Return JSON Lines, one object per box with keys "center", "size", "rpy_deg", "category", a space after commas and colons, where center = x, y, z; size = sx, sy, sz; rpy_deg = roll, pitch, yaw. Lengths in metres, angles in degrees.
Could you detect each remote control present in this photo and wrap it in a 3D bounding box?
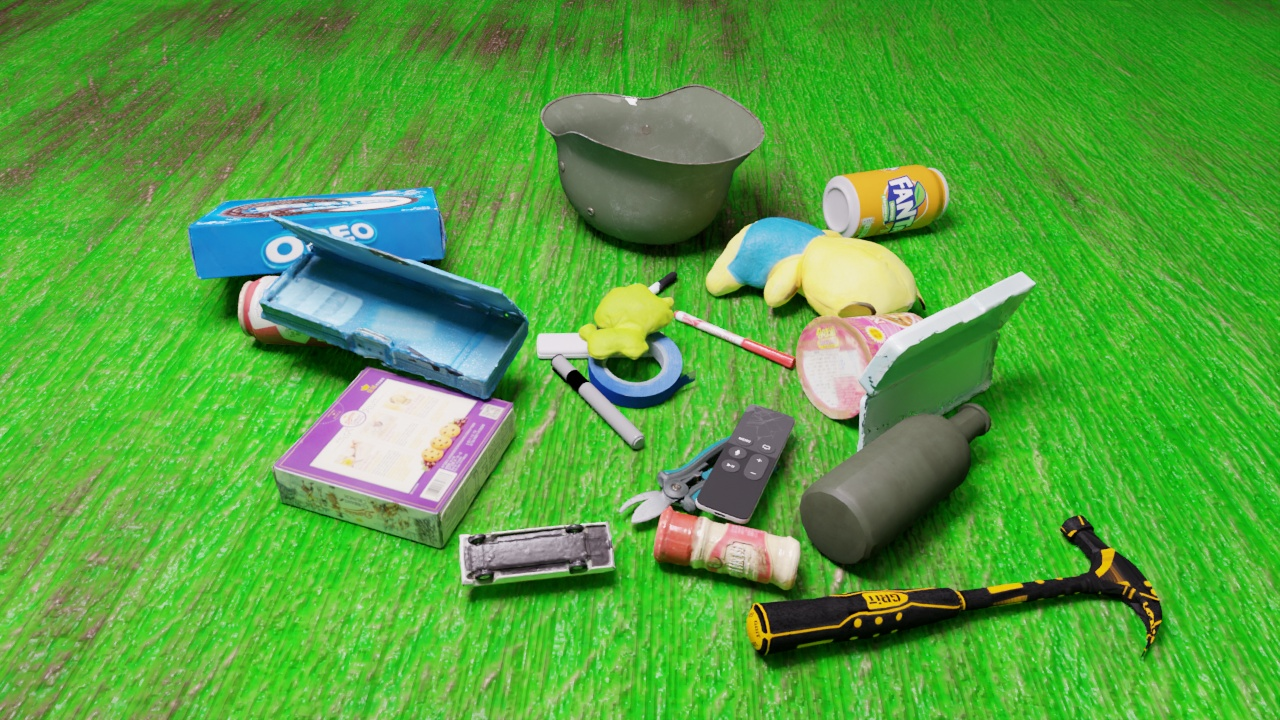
{"center": [0.091, 0.084, 0.774], "size": [0.045, 0.008, 0.146], "rpy_deg": [18, 37, 16], "category": "remote control"}
{"center": [-0.038, -0.016, 0.924], "size": [0.131, 0.012, 0.033], "rpy_deg": [-1, 37, -7], "category": "remote control"}

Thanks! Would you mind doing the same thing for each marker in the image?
{"center": [-0.041, 0.037, 0.851], "size": [0.016, 0.016, 0.140], "rpy_deg": [-21, 44, -29], "category": "marker"}
{"center": [0.095, -0.024, 0.946], "size": [0.142, 0.013, 0.012], "rpy_deg": [24, 41, 25], "category": "marker"}
{"center": [-0.004, -0.063, 0.991], "size": [0.011, 0.011, 0.151], "rpy_deg": [25, 42, 26], "category": "marker"}

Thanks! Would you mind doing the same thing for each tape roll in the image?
{"center": [-0.005, 0.005, 0.883], "size": [0.091, 0.016, 0.093], "rpy_deg": [-27, 54, -28], "category": "tape roll"}

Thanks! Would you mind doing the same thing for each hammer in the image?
{"center": [0.232, 0.180, 0.673], "size": [0.320, 0.036, 0.123], "rpy_deg": [-4, 38, -14], "category": "hammer"}

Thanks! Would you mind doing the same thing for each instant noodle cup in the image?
{"center": [0.220, -0.003, 0.870], "size": [0.108, 0.098, 0.098], "rpy_deg": [-14, 40, -33], "category": "instant noodle cup"}

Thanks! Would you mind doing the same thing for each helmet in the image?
{"center": [0.000, -0.226, 1.088], "size": [0.268, 0.154, 0.226], "rpy_deg": [31, 43, 25], "category": "helmet"}

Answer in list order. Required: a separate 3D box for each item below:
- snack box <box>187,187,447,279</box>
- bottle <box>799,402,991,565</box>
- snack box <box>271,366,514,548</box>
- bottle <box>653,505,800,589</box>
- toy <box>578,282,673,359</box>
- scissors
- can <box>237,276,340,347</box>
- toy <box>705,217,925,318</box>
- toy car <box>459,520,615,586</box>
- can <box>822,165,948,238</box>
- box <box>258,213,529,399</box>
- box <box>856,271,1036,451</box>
{"center": [-0.332, -0.140, 0.978], "size": [0.238, 0.056, 0.195], "rpy_deg": [-7, 18, -12], "category": "snack box"}
{"center": [0.221, 0.090, 0.757], "size": [0.206, 0.072, 0.071], "rpy_deg": [-27, 47, -34], "category": "bottle"}
{"center": [-0.199, 0.075, 0.765], "size": [0.148, 0.041, 0.143], "rpy_deg": [13, 38, 12], "category": "snack box"}
{"center": [0.065, 0.143, 0.697], "size": [0.109, 0.044, 0.044], "rpy_deg": [11, 38, 9], "category": "bottle"}
{"center": [-0.013, -0.036, 0.885], "size": [0.094, 0.036, 0.093], "rpy_deg": [-2, 53, -3], "category": "toy"}
{"center": [0.054, 0.100, 0.772], "size": [0.153, 0.019, 0.127], "rpy_deg": [7, 36, 2], "category": "scissors"}
{"center": [-0.297, -0.046, 0.896], "size": [0.170, 0.067, 0.067], "rpy_deg": [3, 37, -1], "category": "can"}
{"center": [0.196, -0.098, 0.996], "size": [0.214, 0.084, 0.148], "rpy_deg": [24, 43, 29], "category": "toy"}
{"center": [-0.077, 0.146, 0.684], "size": [0.113, 0.039, 0.039], "rpy_deg": [-4, 64, -9], "category": "toy car"}
{"center": [0.303, -0.197, 1.140], "size": [0.142, 0.079, 0.079], "rpy_deg": [-12, 40, -19], "category": "can"}
{"center": [-0.219, -0.061, 0.802], "size": [0.231, 0.102, 0.094], "rpy_deg": [19, 51, 12], "category": "box"}
{"center": [0.270, 0.000, 0.825], "size": [0.196, 0.137, 0.049], "rpy_deg": [-22, 45, -31], "category": "box"}
